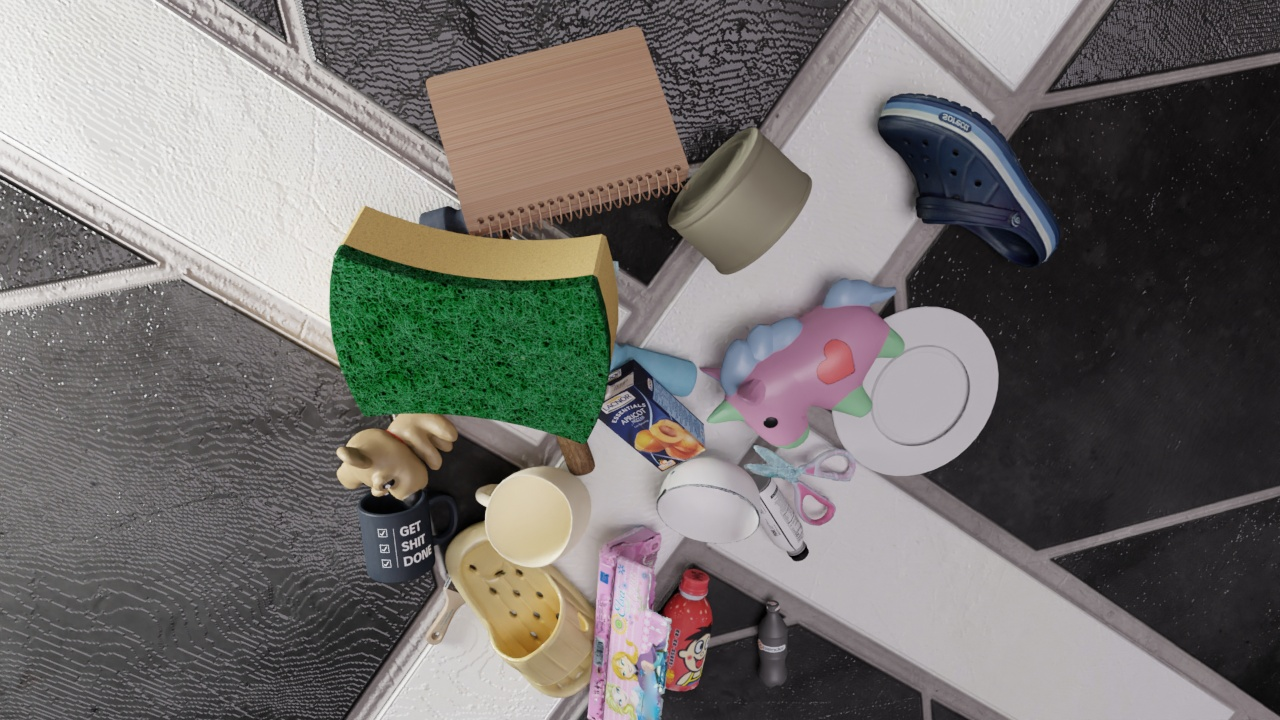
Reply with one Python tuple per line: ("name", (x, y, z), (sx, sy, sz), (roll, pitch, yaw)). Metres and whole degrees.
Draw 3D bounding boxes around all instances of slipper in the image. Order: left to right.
("slipper", (-0.116, 0.286, 1.012), (0.111, 0.079, 0.261), (-36, 114, -7))
("slipper", (0.340, -0.172, 0.952), (0.252, 0.105, 0.095), (37, 89, -22))

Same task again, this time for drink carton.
("drink carton", (0.008, 0.059, 0.966), (0.064, 0.040, 0.130), (-30, 127, 24))

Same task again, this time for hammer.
("hammer", (-0.106, -0.017, 0.936), (0.129, 0.040, 0.322), (-12, 116, 12))

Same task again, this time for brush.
("brush", (-0.201, 0.256, 1.026), (0.039, 0.012, 0.151), (24, 102, -19))
("brush", (-0.148, -0.028, 0.845), (0.250, 0.075, 0.195), (7, 133, 1))

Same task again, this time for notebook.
("notebook", (-0.076, -0.210, 0.854), (0.210, 0.022, 0.169), (-16, 78, -6))

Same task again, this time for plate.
("plate", (0.323, 0.040, 1.065), (0.208, 0.015, 0.209), (-3, 108, -11))

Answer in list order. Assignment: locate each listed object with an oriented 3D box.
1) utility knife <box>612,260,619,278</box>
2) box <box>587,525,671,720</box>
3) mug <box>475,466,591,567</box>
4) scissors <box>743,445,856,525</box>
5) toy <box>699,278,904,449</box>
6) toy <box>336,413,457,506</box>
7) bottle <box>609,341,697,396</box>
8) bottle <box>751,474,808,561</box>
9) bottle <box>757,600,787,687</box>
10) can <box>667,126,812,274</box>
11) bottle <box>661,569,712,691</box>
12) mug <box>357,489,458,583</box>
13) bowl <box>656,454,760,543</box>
("utility knife", (-0.044, -0.042, 0.940), (0.022, 0.015, 0.124), (8, 81, 25))
("box", (0.007, 0.314, 1.026), (0.086, 0.106, 0.230), (-16, 117, -51))
("mug", (-0.112, 0.156, 0.969), (0.120, 0.099, 0.096), (19, 96, 12))
("scissors", (0.183, 0.116, 1.034), (0.179, 0.016, 0.105), (37, 86, -35))
("toy", (0.177, -0.005, 0.976), (0.171, 0.120, 0.222), (27, 95, -23))
("toy", (-0.246, 0.091, 0.927), (0.106, 0.134, 0.108), (47, 65, 1))
("bottle", (-0.006, 0.006, 0.972), (0.130, 0.040, 0.040), (15, 104, -15))
("bottle", (0.160, 0.186, 1.064), (0.041, 0.041, 0.116), (-33, 111, 0))
("bottle", (0.161, 0.343, 1.116), (0.036, 0.036, 0.110), (-6, 108, -10))
("can", (0.095, -0.156, 0.896), (0.073, 0.127, 0.128), (39, 96, -18))
("bottle", (0.052, 0.311, 1.071), (0.062, 0.062, 0.138), (6, 107, -14))
("mug", (-0.241, 0.177, 0.969), (0.104, 0.071, 0.077), (-16, 112, -35))
("bowl", (0.078, 0.146, 1.010), (0.113, 0.063, 0.114), (8, 139, 7))
